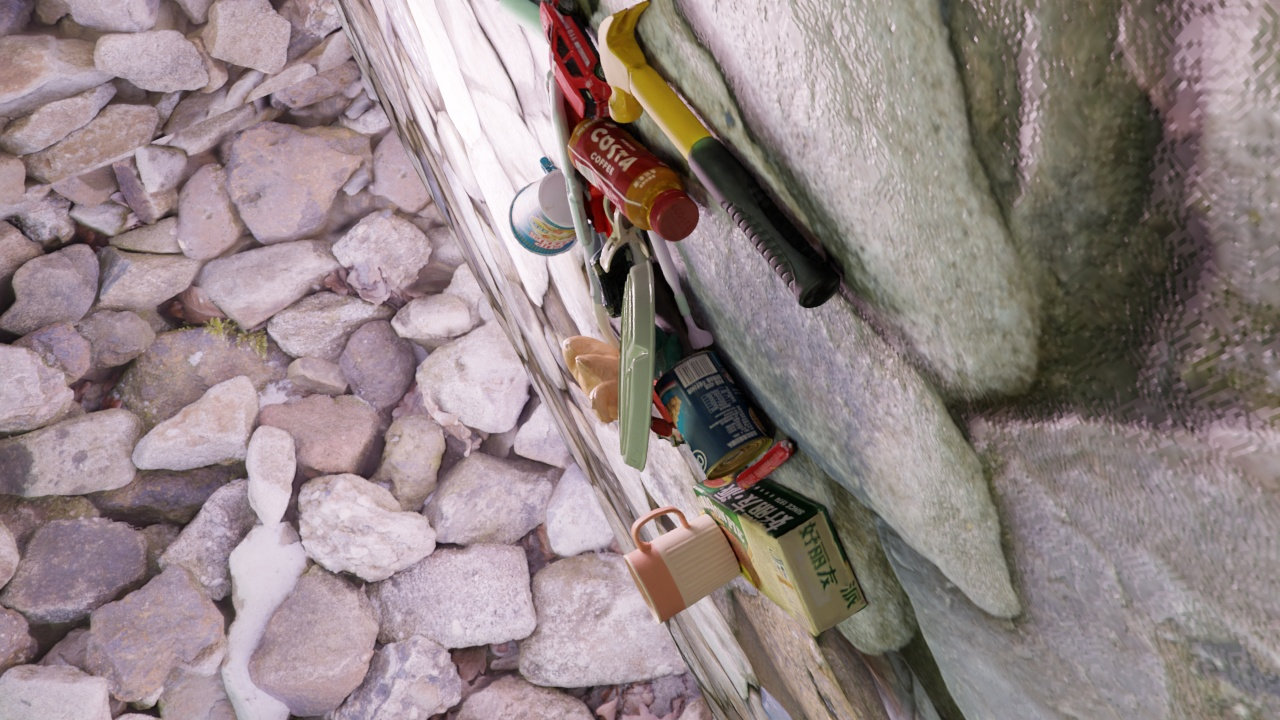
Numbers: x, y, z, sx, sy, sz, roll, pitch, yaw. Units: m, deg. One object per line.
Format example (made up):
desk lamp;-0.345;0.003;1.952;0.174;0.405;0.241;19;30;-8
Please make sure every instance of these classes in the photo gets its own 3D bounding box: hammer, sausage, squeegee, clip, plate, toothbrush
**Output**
hammer;0.047;-0.152;0.674;0.300;0.032;0.129;56;168;30
sausage;0.123;0.105;0.909;0.020;0.020;0.156;60;160;13
squeegee;-0.047;-0.078;1.223;0.246;0.039;0.247;51;163;44
clip;-0.013;-0.141;0.956;0.034;0.064;0.098;52;157;40
plate;-0.006;0.006;0.996;0.230;0.027;0.230;-179;92;-86
toothbrush;-0.126;-0.365;0.956;0.027;0.026;0.224;43;-176;-42
toothbrush;0.027;-0.100;0.909;0.029;0.021;0.189;-12;107;39
clip;-0.118;-0.248;1.216;0.056;0.014;0.041;55;166;28

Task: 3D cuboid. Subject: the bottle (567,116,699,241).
bottle;-0.007;-0.161;0.817;0.175;0.057;0.057;51;163;45

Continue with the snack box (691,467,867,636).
snack box;0.137;0.190;0.966;0.114;0.063;0.240;65;168;-10

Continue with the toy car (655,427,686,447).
toy car;0.050;0.087;1.169;0.090;0.042;0.035;-168;73;-69

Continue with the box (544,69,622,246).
box;-0.068;-0.208;0.959;0.090;0.068;0.201;57;168;30

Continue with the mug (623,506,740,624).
mug;0.040;0.216;1.020;0.114;0.105;0.082;64;169;-8

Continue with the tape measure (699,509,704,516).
tape measure;0.102;0.200;1.150;0.060;0.057;0.029;21;160;3

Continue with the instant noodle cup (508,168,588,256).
instant noodle cup;-0.103;-0.185;1.115;0.099;0.099;0.110;64;162;-4

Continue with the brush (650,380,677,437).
brush;0.035;0.057;1.095;0.063;0.069;0.146;66;168;-13

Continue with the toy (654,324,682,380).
toy;0.024;-0.009;1.082;0.092;0.030;0.097;-127;31;-51

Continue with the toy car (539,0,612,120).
toy car;-0.060;-0.275;0.834;0.120;0.045;0.053;63;167;8

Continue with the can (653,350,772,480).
can;0.071;0.053;0.918;0.111;0.075;0.075;59;168;21

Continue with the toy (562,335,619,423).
toy;-0.039;0.039;1.265;0.143;0.082;0.226;31;-171;-21

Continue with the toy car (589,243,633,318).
toy car;-0.030;-0.097;1.087;0.031;0.049;0.106;48;161;42
